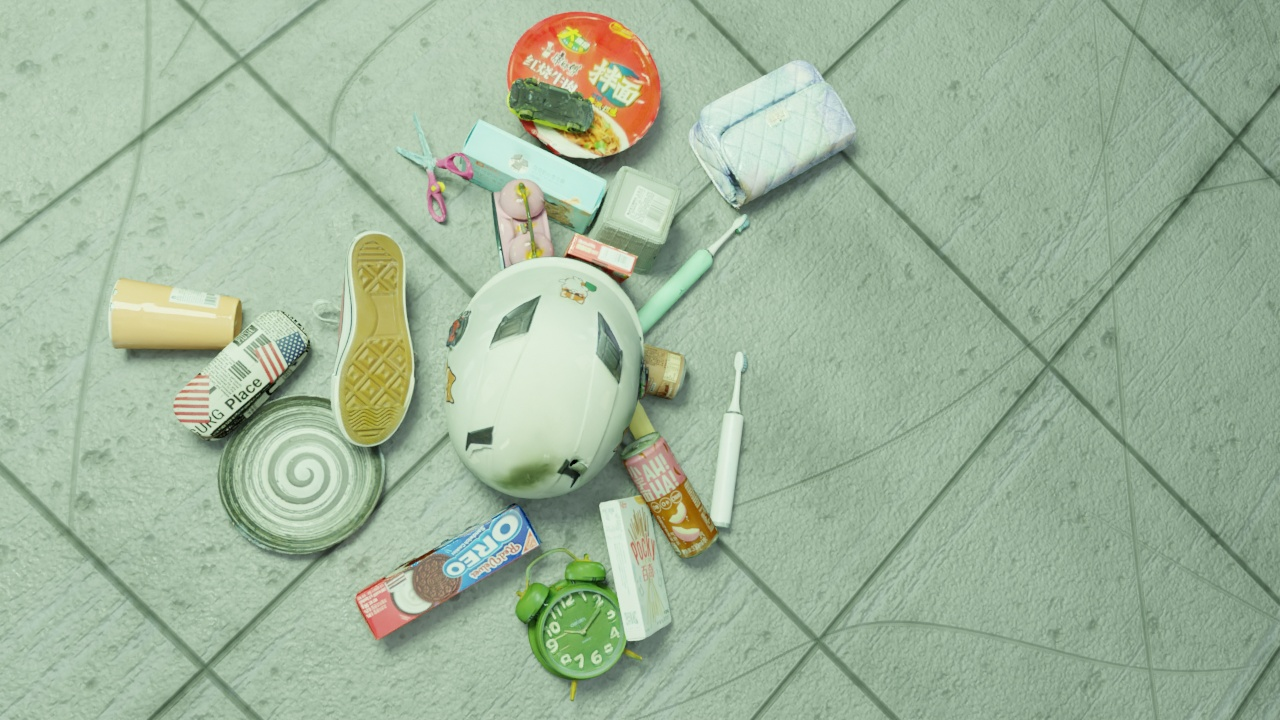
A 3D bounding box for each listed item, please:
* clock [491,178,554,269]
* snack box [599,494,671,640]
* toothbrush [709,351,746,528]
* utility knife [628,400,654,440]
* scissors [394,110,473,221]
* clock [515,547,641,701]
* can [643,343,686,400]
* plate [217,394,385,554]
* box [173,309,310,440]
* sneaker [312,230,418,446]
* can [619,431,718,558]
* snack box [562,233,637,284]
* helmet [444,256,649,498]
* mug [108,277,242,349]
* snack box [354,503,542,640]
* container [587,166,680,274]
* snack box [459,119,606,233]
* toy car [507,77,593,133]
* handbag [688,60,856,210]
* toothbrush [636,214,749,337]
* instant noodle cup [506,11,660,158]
[{"bbox_3d":[-0.136,-0.145,1.062,0.059,0.159,0.117,-9,84,-9],"label":"clock"},{"bbox_3d":[-0.005,0.237,1.065,0.027,0.084,0.156,-14,83,22],"label":"snack box"},{"bbox_3d":[0.112,0.097,1.141,0.026,0.027,0.220,23,72,-50],"label":"toothbrush"},{"bbox_3d":[-0.015,0.043,1.088,0.031,0.022,0.221,-23,116,6],"label":"utility knife"},{"bbox_3d":[-0.245,-0.235,1.096,0.017,0.130,0.133,-24,101,-50],"label":"scissors"},{"bbox_3d":[-0.077,0.294,1.054,0.116,0.056,0.161,-27,87,-16],"label":"clock"},{"bbox_3d":[-0.007,0.007,1.115,0.116,0.059,0.058,16,78,-9],"label":"can"},{"bbox_3d":[-0.382,0.128,1.037,0.179,0.024,0.179,2,79,-12],"label":"plate"},{"bbox_3d":[-0.436,0.014,1.006,0.075,0.083,0.163,36,69,18],"label":"box"},{"bbox_3d":[-0.309,-0.025,1.045,0.118,0.088,0.241,1,91,-25],"label":"sneaker"},{"bbox_3d":[0.035,0.160,1.087,0.057,0.058,0.147,-32,97,-15],"label":"can"},{"bbox_3d":[-0.052,-0.115,1.077,0.075,0.153,0.025,21,86,-8],"label":"snack box"},{"bbox_3d":[-0.107,0.040,0.994,0.230,0.156,0.275,17,115,-11],"label":"helmet"},{"bbox_3d":[-0.511,-0.047,1.016,0.122,0.078,0.078,4,80,-16],"label":"mug"},{"bbox_3d":[-0.215,0.234,1.036,0.207,0.058,0.057,-28,90,-15],"label":"snack box"},{"bbox_3d":[-0.008,-0.172,1.115,0.090,0.114,0.090,19,77,-7],"label":"container"},{"bbox_3d":[-0.132,-0.222,1.119,0.175,0.074,0.051,25,75,-7],"label":"snack box"},{"bbox_3d":[-0.107,-0.301,1.093,0.105,0.032,0.048,10,78,-21],"label":"toy car"},{"bbox_3d":[0.169,-0.297,1.193,0.193,0.076,0.134,-32,88,-14],"label":"handbag"},{"bbox_3d":[0.062,-0.111,1.166,0.224,0.026,0.027,-46,131,-15],"label":"toothbrush"},{"bbox_3d":[-0.075,-0.336,1.155,0.193,0.066,0.193,2,80,-12],"label":"instant noodle cup"}]
